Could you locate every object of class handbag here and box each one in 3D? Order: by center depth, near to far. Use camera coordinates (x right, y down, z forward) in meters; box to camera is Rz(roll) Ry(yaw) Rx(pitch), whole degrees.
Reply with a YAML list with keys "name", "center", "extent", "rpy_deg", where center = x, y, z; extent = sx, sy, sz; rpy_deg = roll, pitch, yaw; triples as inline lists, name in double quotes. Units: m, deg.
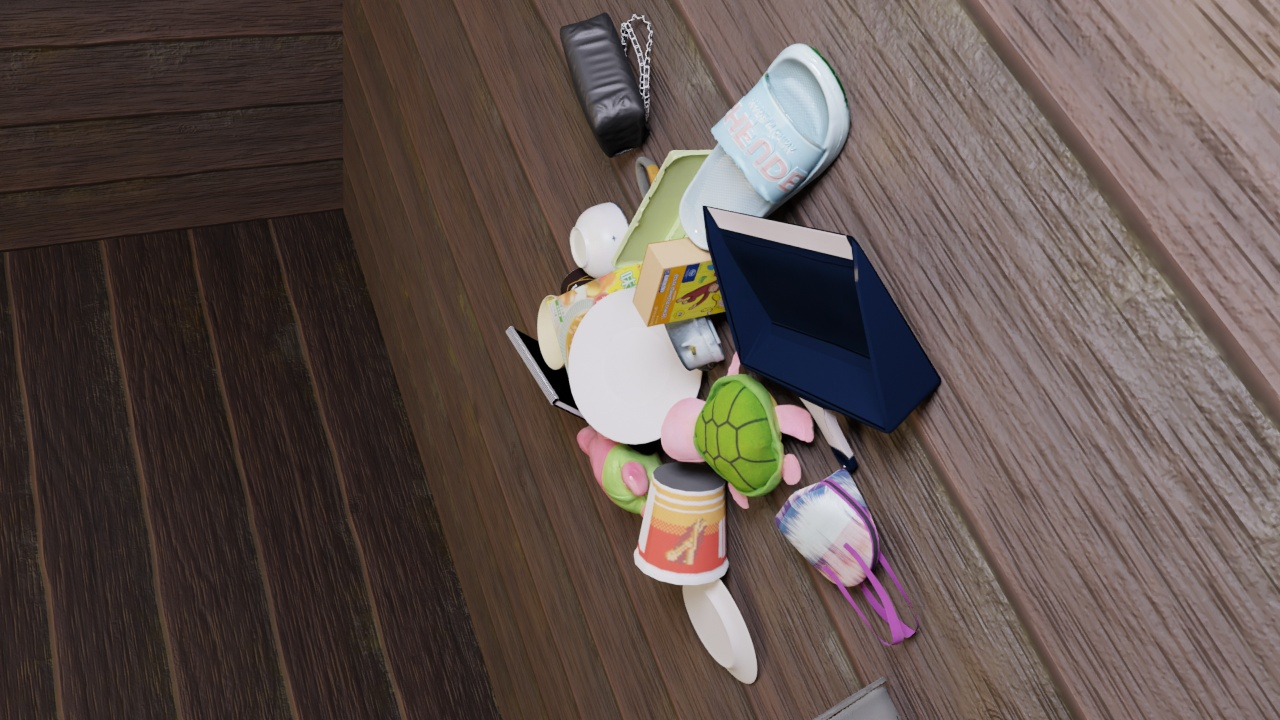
- name: "handbag"
  center: [0.214, 0.204, 0.918]
  extent: [0.170, 0.068, 0.145]
  rpy_deg: [58, 157, 23]
- name: "handbag"
  center: [-0.027, -0.351, 1.172]
  extent: [0.125, 0.114, 0.153]
  rpy_deg: [77, 171, -75]

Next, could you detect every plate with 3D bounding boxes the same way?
- name: "plate"
  center: [-0.007, 0.007, 1.229]
  extent: [0.209, 0.015, 0.208]
  rpy_deg: [-2, 87, 31]
- name: "plate"
  center: [0.098, 0.355, 1.252]
  extent: [0.188, 0.016, 0.189]
  rpy_deg: [52, 154, 37]

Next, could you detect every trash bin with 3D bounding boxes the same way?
- name: "trash bin"
  center: [0.207, 0.478, 0.918]
  extent: [0.220, 0.197, 0.198]
  rpy_deg: [59, 149, 24]

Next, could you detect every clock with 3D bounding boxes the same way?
- name: "clock"
  center: [0.066, -0.032, 1.107]
  extent: [0.090, 0.052, 0.129]
  rpy_deg: [67, -171, 8]

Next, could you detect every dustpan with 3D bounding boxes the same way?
- name: "dustpan"
  center: [0.162, -0.007, 0.871]
  extent: [0.273, 0.080, 0.236]
  rpy_deg: [50, 169, -29]

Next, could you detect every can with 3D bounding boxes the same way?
- name: "can"
  center: [-0.065, -0.081, 1.368]
  extent: [0.128, 0.071, 0.072]
  rpy_deg: [55, 147, 40]

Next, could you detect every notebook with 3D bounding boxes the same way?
- name: "notebook"
  center: [-0.130, 0.031, 1.501]
  extent: [0.016, 0.149, 0.206]
  rpy_deg: [-49, 45, 11]

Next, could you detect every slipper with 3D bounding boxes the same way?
- name: "slipper"
  center: [0.107, -0.190, 0.888]
  extent: [0.104, 0.074, 0.246]
  rpy_deg: [52, 137, 9]

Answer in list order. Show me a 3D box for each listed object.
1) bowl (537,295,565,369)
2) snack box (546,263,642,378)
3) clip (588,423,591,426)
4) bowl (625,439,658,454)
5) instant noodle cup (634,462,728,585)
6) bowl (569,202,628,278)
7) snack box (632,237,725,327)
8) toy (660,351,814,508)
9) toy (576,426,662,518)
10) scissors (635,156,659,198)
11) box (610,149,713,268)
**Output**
- name: "bowl"
  center: [-0.107, -0.047, 1.467]
  extent: [0.118, 0.074, 0.118]
  rpy_deg: [17, 110, 59]
- name: "snack box"
  center: [-0.044, -0.050, 1.279]
  extent: [0.168, 0.027, 0.132]
  rpy_deg: [-22, 79, 28]
- name: "clip"
  center: [-0.072, 0.114, 1.536]
  extent: [0.045, 0.024, 0.062]
  rpy_deg: [32, 127, 58]
- name: "bowl"
  center: [-0.004, 0.069, 1.300]
  extent: [0.053, 0.124, 0.124]
  rpy_deg: [-43, 54, 19]
- name: "instant noodle cup"
  center: [0.058, 0.207, 1.195]
  extent: [0.123, 0.123, 0.121]
  rpy_deg: [33, 123, 58]
- name: "bowl"
  center: [-0.062, -0.169, 1.331]
  extent: [0.113, 0.063, 0.114]
  rpy_deg: [42, 139, 52]
- name: "snack box"
  center: [0.063, -0.092, 1.017]
  extent: [0.040, 0.125, 0.088]
  rpy_deg: [61, 151, 33]
- name: "toy"
  center: [0.109, 0.083, 1.053]
  extent: [0.238, 0.087, 0.190]
  rpy_deg: [9, 105, 57]
- name: "toy"
  center: [-0.029, 0.154, 1.367]
  extent: [0.237, 0.096, 0.192]
  rpy_deg: [36, 151, 55]
- name: "scissors"
  center: [0.049, -0.175, 1.142]
  extent: [0.225, 0.016, 0.226]
  rpy_deg: [70, 155, 13]
- name: "box"
  center: [0.049, -0.147, 1.052]
  extent: [0.083, 0.091, 0.188]
  rpy_deg: [59, 144, 22]
